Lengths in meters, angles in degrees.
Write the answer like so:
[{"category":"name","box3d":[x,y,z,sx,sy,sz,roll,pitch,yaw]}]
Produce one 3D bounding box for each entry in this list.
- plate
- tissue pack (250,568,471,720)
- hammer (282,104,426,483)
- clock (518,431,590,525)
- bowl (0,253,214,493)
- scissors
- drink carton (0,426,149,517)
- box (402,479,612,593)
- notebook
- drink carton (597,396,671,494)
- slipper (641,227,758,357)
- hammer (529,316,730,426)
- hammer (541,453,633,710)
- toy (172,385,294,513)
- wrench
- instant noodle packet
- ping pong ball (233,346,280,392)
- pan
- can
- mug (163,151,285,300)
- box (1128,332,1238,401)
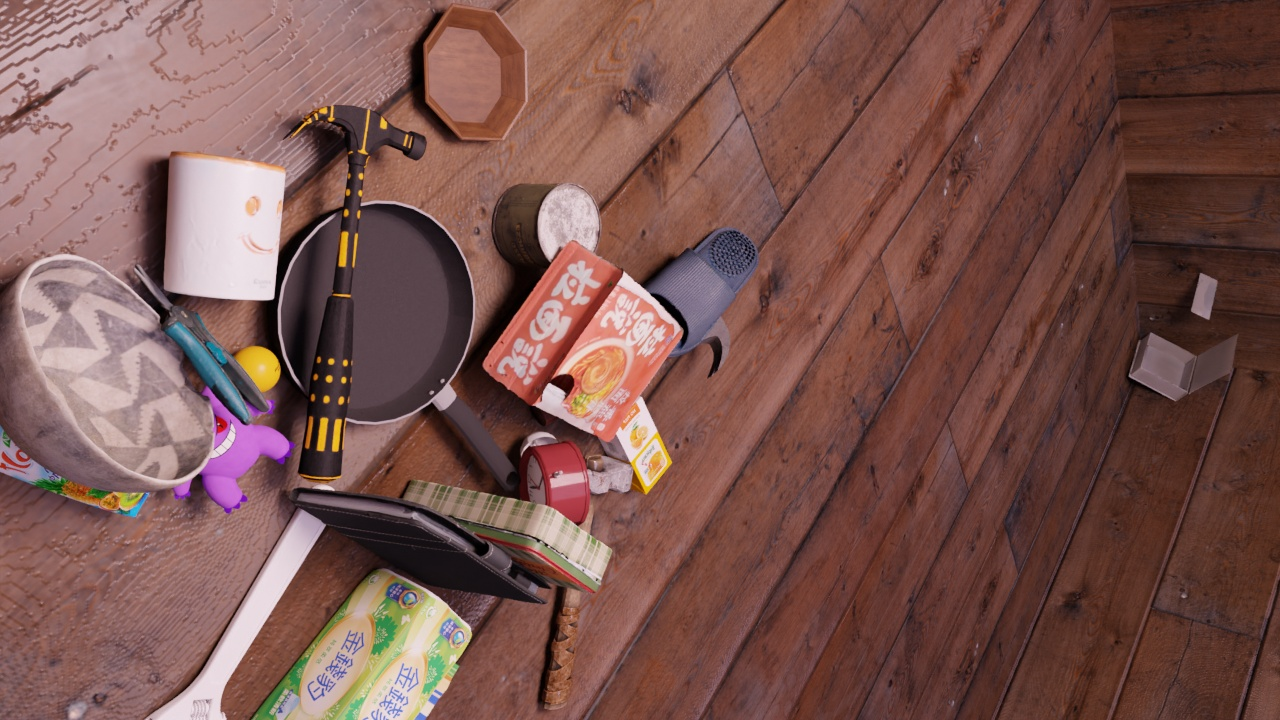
[{"category":"plate","box3d":[-0.165,-0.278,0.896,0.131,0.025,0.131,-14,109,-46]},{"category":"tissue pack","box3d":[-0.248,0.322,0.881,0.197,0.120,0.141,-49,130,-21]},{"category":"hammer","box3d":[-0.257,-0.055,0.778,0.123,0.036,0.320,7,91,-47]},{"category":"clock","box3d":[-0.098,0.132,0.987,0.048,0.138,0.096,-5,103,-27]},{"category":"bowl","box3d":[-0.389,0.022,0.638,0.081,0.178,0.178,-28,127,1]},{"category":"scissors","box3d":[-0.344,-0.009,0.724,0.019,0.126,0.144,-34,143,4]},{"category":"drink carton","box3d":[-0.425,0.074,0.674,0.129,0.039,0.044,41,68,-45]},{"category":"box","box3d":[-0.138,0.170,0.896,0.117,0.206,0.050,45,58,-45]},{"category":"notebook","box3d":[-0.196,0.174,0.848,0.209,0.170,0.029,48,50,-49]},{"category":"drink carton","box3d":[-0.011,0.101,1.145,0.058,0.040,0.122,-48,130,-31]},{"category":"slipper","box3d":[0.083,-0.099,1.147,0.101,0.083,0.262,47,52,-1]},{"category":"hammer","box3d":[-0.007,0.006,1.114,0.299,0.028,0.111,-26,80,-35]},{"category":"hammer","box3d":[-0.081,0.267,1.101,0.121,0.049,0.319,-2,103,-54]},{"category":"toy","box3d":[-0.347,0.066,0.750,0.105,0.056,0.088,-50,128,-20]},{"category":"wrench","box3d":[-0.349,0.233,0.815,0.066,0.018,0.272,46,64,-43]},{"category":"instant noodle packet","box3d":[-0.043,-0.006,0.993,0.164,0.084,0.221,-56,148,-2]},{"category":"ping pong ball","box3d":[-0.324,0.008,0.772,0.040,0.040,0.040,-14,109,-46]},{"category":"pan","box3d":[-0.215,0.009,0.892,0.203,0.044,0.356,-52,132,-27]},{"category":"can","box3d":[-0.099,-0.141,0.966,0.089,0.075,0.090,-11,105,-47]},{"category":"mug","box3d":[-0.324,-0.104,0.715,0.082,0.082,0.105,0,100,-48]},{"category":"box","box3d":[1.781,0.030,2.776,0.166,0.514,0.173,-57,130,-30]}]
